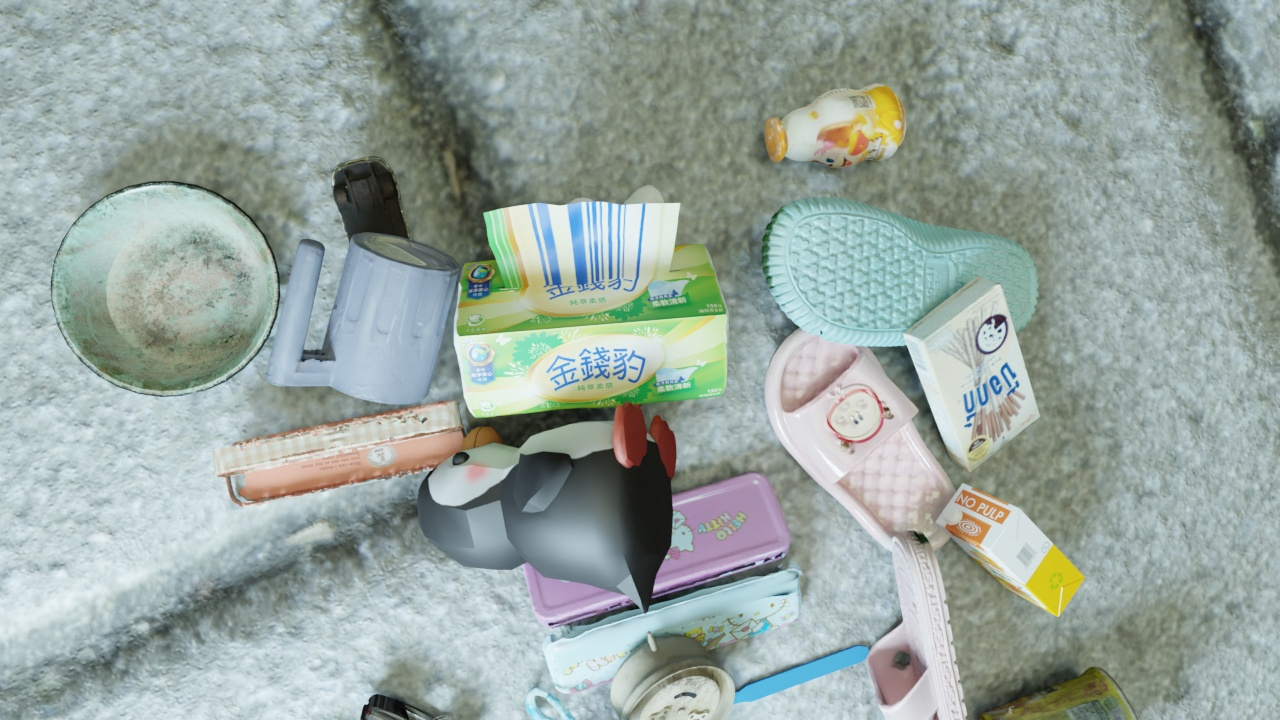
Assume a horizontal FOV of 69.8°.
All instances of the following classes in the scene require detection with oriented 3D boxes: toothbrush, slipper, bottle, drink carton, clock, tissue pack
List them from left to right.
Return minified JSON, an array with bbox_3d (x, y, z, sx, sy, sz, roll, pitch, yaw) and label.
[{"bbox_3d":[-0.038,-0.050,0.664,0.197,0.120,0.142,-9,128,-8],"label":"tissue pack"},{"bbox_3d":[0.014,0.273,0.720,0.092,0.054,0.141,11,112,-31],"label":"clock"},{"bbox_3d":[0.115,0.270,0.764,0.166,0.014,0.016,-17,92,-9],"label":"toothbrush"},{"bbox_3d":[0.157,-0.188,0.748,0.108,0.063,0.063,-12,91,-9],"label":"bottle"},{"bbox_3d":[0.184,0.068,0.755,0.106,0.056,0.221,-37,96,-5],"label":"slipper"},{"bbox_3d":[0.210,-0.066,0.754,0.275,0.070,0.116,3,88,-24],"label":"slipper"},{"bbox_3d":[0.216,0.255,0.736,0.064,0.094,0.239,-10,98,3],"label":"slipper"},{"bbox_3d":[0.300,0.153,0.747,0.122,0.058,0.040,41,83,-28],"label":"drink carton"}]

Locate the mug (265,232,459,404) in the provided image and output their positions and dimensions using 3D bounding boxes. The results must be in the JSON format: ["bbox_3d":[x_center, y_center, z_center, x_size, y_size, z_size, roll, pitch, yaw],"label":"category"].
[{"bbox_3d":[-0.198,-0.032,0.658,0.123,0.084,0.104,2,114,-46],"label":"mug"}]

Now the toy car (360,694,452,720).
[{"bbox_3d":[-0.170,0.285,0.708,0.092,0.040,0.037,30,83,-10],"label":"toy car"}]

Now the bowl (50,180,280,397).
[{"bbox_3d":[-0.348,-0.052,0.687,0.157,0.038,0.157,0,90,-8],"label":"bowl"}]

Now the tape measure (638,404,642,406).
[{"bbox_3d":[-0.004,0.004,0.745,0.051,0.019,0.059,-35,94,-7],"label":"tape measure"}]

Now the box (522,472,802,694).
[{"bbox_3d":[0.021,0.181,0.731,0.214,0.062,0.140,-15,95,-8],"label":"box"}]

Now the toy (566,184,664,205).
[{"bbox_3d":[-0.038,-0.093,0.732,0.125,0.037,0.076,-14,100,-5],"label":"toy"}]

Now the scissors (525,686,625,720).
[{"bbox_3d":[-0.032,0.303,0.701,0.013,0.141,0.113,-27,112,-48],"label":"scissors"}]

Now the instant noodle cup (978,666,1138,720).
[{"bbox_3d":[0.346,0.317,0.762,0.108,0.102,0.102,-14,91,0],"label":"instant noodle cup"}]

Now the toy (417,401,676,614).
[{"bbox_3d":[-0.075,0.113,0.668,0.184,0.159,0.140,-6,75,19],"label":"toy"}]

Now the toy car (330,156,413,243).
[{"bbox_3d":[-0.203,-0.100,0.711,0.048,0.040,0.113,-14,109,-8],"label":"toy car"}]

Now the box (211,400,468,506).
[{"bbox_3d":[-0.225,0.071,0.697,0.187,0.054,0.076,-12,123,-7],"label":"box"}]

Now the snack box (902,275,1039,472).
[{"bbox_3d":[0.273,0.014,0.750,0.082,0.026,0.150,-35,122,-8],"label":"snack box"}]
